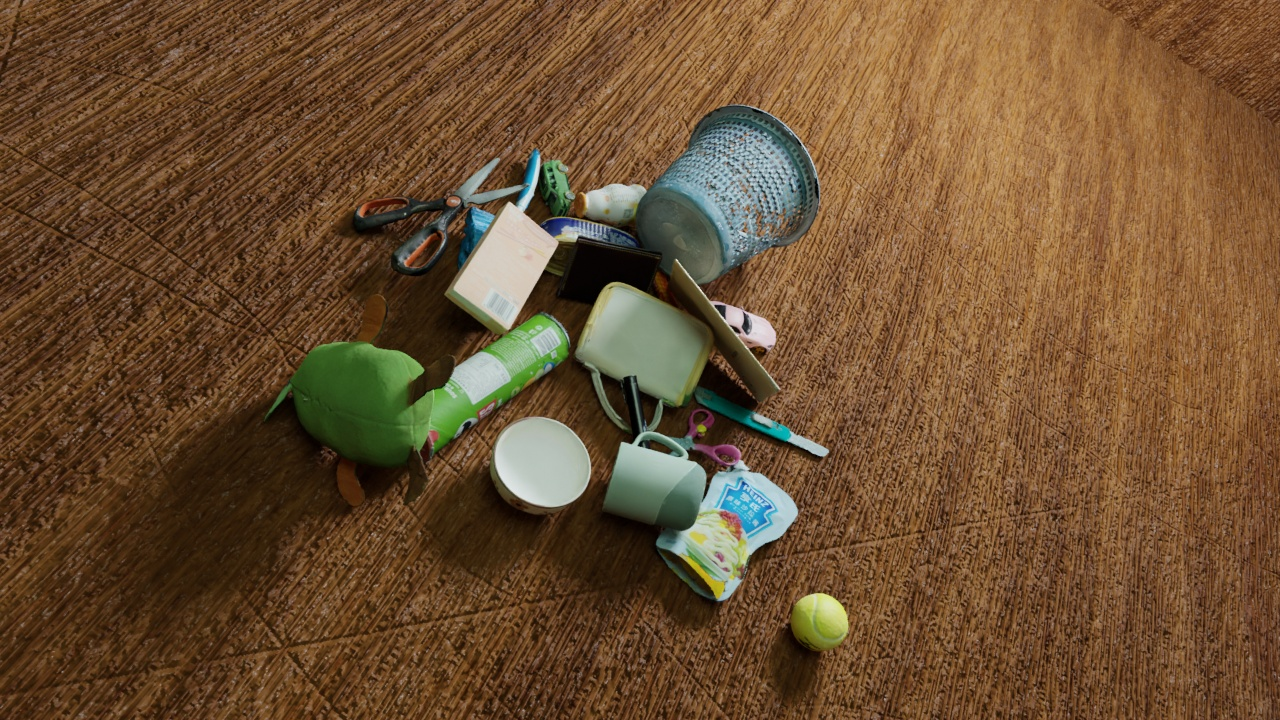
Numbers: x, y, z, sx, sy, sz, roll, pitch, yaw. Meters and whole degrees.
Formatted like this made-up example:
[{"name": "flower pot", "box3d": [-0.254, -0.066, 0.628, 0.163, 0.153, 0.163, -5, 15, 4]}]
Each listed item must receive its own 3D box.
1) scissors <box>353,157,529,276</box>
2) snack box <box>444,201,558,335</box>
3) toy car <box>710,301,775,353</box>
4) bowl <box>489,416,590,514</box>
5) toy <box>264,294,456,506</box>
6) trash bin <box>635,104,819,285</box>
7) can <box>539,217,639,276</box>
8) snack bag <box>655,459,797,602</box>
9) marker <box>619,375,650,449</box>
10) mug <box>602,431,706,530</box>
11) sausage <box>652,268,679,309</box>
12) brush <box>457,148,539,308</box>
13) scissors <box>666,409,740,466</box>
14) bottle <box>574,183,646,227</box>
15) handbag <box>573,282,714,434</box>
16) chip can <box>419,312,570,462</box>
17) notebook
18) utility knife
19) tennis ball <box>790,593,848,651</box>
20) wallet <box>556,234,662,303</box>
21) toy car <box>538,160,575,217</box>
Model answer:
[{"name": "scissors", "box3d": [-0.262, -0.194, 1.173, 0.222, 0.022, 0.220, 10, 55, 8]}, {"name": "snack box", "box3d": [-0.169, -0.115, 1.134, 0.084, 0.026, 0.156, 39, 53, -20]}, {"name": "toy car", "box3d": [0.140, -0.050, 1.307, 0.122, 0.037, 0.056, 18, 53, -15]}, {"name": "bowl", "box3d": [-0.120, 0.126, 1.040, 0.113, 0.062, 0.113, 13, 54, -19]}, {"name": "toy", "box3d": [-0.280, 0.045, 0.942, 0.247, 0.227, 0.089, 16, 7, 36]}, {"name": "trash bin", "box3d": [0.105, -0.215, 1.291, 0.226, 0.227, 0.194, 43, 56, 7]}, {"name": "can", "box3d": [-0.070, -0.147, 1.248, 0.148, 0.075, 0.049, 11, 51, -20]}, {"name": "snack bag", "box3d": [0.110, 0.201, 1.117, 0.110, 0.039, 0.190, 36, 48, 17]}, {"name": "marker", "box3d": [-0.003, 0.083, 1.129, 0.022, 0.020, 0.132, -12, 79, 5]}, {"name": "mug", "box3d": [0.020, 0.137, 1.073, 0.106, 0.082, 0.111, 14, 54, 0]}, {"name": "sausage", "box3d": [0.042, -0.073, 1.285, 0.021, 0.022, 0.165, -6, 61, -29]}, {"name": "brush", "box3d": [-0.184, -0.186, 1.235, 0.109, 0.061, 0.313, 12, 52, -25]}, {"name": "scissors", "box3d": [0.068, 0.108, 1.166, 0.128, 0.017, 0.133, 34, 43, 18]}, {"name": "bottle", "box3d": [-0.040, -0.223, 1.322, 0.108, 0.063, 0.063, -4, 60, -29]}, {"name": "handbag", "box3d": [-0.007, 0.007, 1.187, 0.163, 0.063, 0.178, 26, 65, -5]}, {"name": "chip can", "box3d": [-0.183, 0.026, 1.071, 0.072, 0.072, 0.235, 45, 50, 8]}, {"name": "notebook", "box3d": [0.105, -0.034, 1.204, 0.008, 0.148, 0.207, -37, 85, -6]}, {"name": "utility knife", "box3d": [0.163, 0.083, 1.239, 0.209, 0.013, 0.029, 25, 51, -9]}, {"name": "tennis ball", "box3d": [0.209, 0.306, 1.072, 0.065, 0.066, 0.065, 13, 53, -18]}, {"name": "wallet", "box3d": [-0.041, -0.114, 1.226, 0.122, 0.097, 0.020, 9, 35, -21]}, {"name": "toy car", "box3d": [-0.121, -0.245, 1.312, 0.036, 0.043, 0.091, -1, 57, -30]}]
